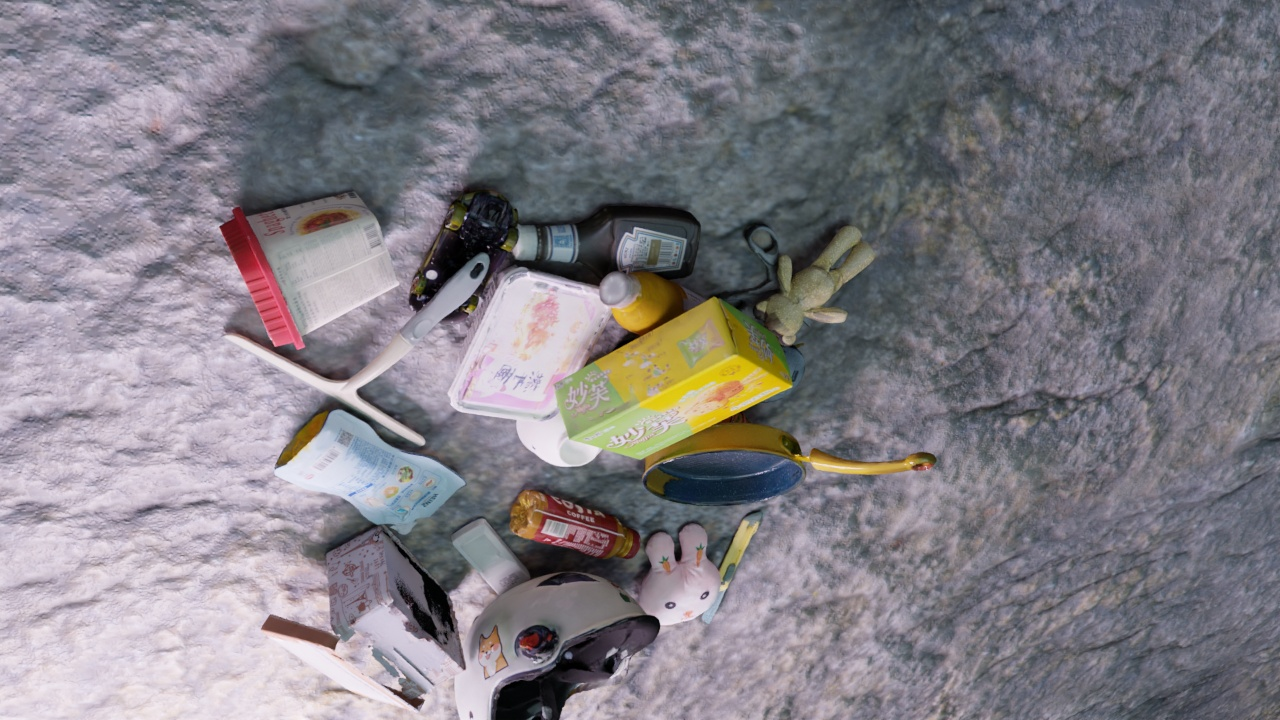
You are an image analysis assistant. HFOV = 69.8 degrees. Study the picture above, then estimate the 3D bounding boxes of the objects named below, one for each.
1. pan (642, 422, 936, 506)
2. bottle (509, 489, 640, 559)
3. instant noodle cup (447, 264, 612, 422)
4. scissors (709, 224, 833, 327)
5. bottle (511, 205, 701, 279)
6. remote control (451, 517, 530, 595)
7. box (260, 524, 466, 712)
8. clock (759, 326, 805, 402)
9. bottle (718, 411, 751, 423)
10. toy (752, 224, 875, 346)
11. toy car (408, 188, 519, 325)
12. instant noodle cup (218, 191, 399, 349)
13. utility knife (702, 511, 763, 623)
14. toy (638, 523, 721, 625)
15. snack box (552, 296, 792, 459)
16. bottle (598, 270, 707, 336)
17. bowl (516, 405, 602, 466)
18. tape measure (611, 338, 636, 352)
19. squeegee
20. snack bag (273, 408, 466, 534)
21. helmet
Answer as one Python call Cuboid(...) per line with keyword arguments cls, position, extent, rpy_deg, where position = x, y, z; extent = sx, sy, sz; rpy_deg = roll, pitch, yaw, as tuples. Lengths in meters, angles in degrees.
Cuboid(cls="pan", position=(0.165, 0.124, 1.070), extent=(0.358, 0.078, 0.197), rpy_deg=(-19, 149, 32))
Cuboid(cls="bottle", position=(-0.078, 0.212, 1.154), extent=(0.174, 0.057, 0.057), rpy_deg=(24, 111, -33))
Cuboid(cls="instant noodle cup", position=(-0.122, -0.024, 0.968), extent=(0.137, 0.060, 0.174), rpy_deg=(11, 119, -38))
Cuboid(cls="scissors", position=(0.156, -0.087, 1.074), extent=(0.159, 0.014, 0.179), rpy_deg=(-37, 129, 4))
Cuboid(cls="bottle", position=(-0.036, -0.122, 0.955), extent=(0.194, 0.044, 0.080), rpy_deg=(-2, 123, -20))
Cuboid(cls="remote control", position=(-0.188, 0.249, 1.158), extent=(0.049, 0.024, 0.125), rpy_deg=(-30, 129, 0))
Cuboid(cls="box", position=(-0.326, 0.329, 1.078), extent=(0.174, 0.152, 0.182), rpy_deg=(-28, 128, 1))
Cuboid(cls="clock", position=(0.139, 0.003, 1.101), extent=(0.121, 0.055, 0.082), rpy_deg=(5, 121, -23))
Cuboid(cls="bottle", position=(0.110, 0.086, 1.146), extent=(0.067, 0.066, 0.149), rpy_deg=(-42, 134, 9))
Cuboid(cls="toy", position=(0.201, -0.089, 1.055), extent=(0.157, 0.066, 0.105), rpy_deg=(-44, 99, 1))
Cuboid(cls="toy car", position=(-0.178, -0.101, 0.912), extent=(0.070, 0.042, 0.158), rpy_deg=(21, 121, -28))
Cuboid(cls="instant noodle cup", position=(-0.298, -0.090, 0.836), extent=(0.124, 0.116, 0.117), rpy_deg=(-24, 129, -19))
Cuboid(cls="utility knife", position=(0.128, 0.301, 1.328), extent=(0.031, 0.022, 0.217), rpy_deg=(9, 123, -20))
Cuboid(cls="toy", position=(0.052, 0.300, 1.272), extent=(0.121, 0.054, 0.160), rpy_deg=(-14, 118, -13))
Cuboid(cls="snack box", position=(0.037, 0.027, 0.979), extent=(0.210, 0.070, 0.157), rpy_deg=(-28, 155, 22))
Cuboid(cls="bottle", position=(0.023, -0.052, 0.974), extent=(0.068, 0.068, 0.189), rpy_deg=(-49, 148, 14))
Cuboid(cls="bowl", position=(-0.079, 0.084, 1.063), extent=(0.118, 0.064, 0.118), rpy_deg=(-11, 126, -15))
Cuboid(cls="tape measure", position=(-0.006, 0.006, 1.055), extent=(0.057, 0.039, 0.058), rpy_deg=(-28, 128, -2))
Cuboid(cls="squeegee", position=(-0.237, -0.021, 0.915), extent=(0.247, 0.039, 0.246), rpy_deg=(-37, 129, 19))
Cuboid(cls="snack bag", position=(-0.298, 0.129, 1.024), extent=(0.110, 0.039, 0.191), rpy_deg=(-48, 128, 7))
Cuboid(cls="helmet", position=(-0.124, 0.361, 1.171), extent=(0.274, 0.157, 0.230), rpy_deg=(-43, 150, 4))
